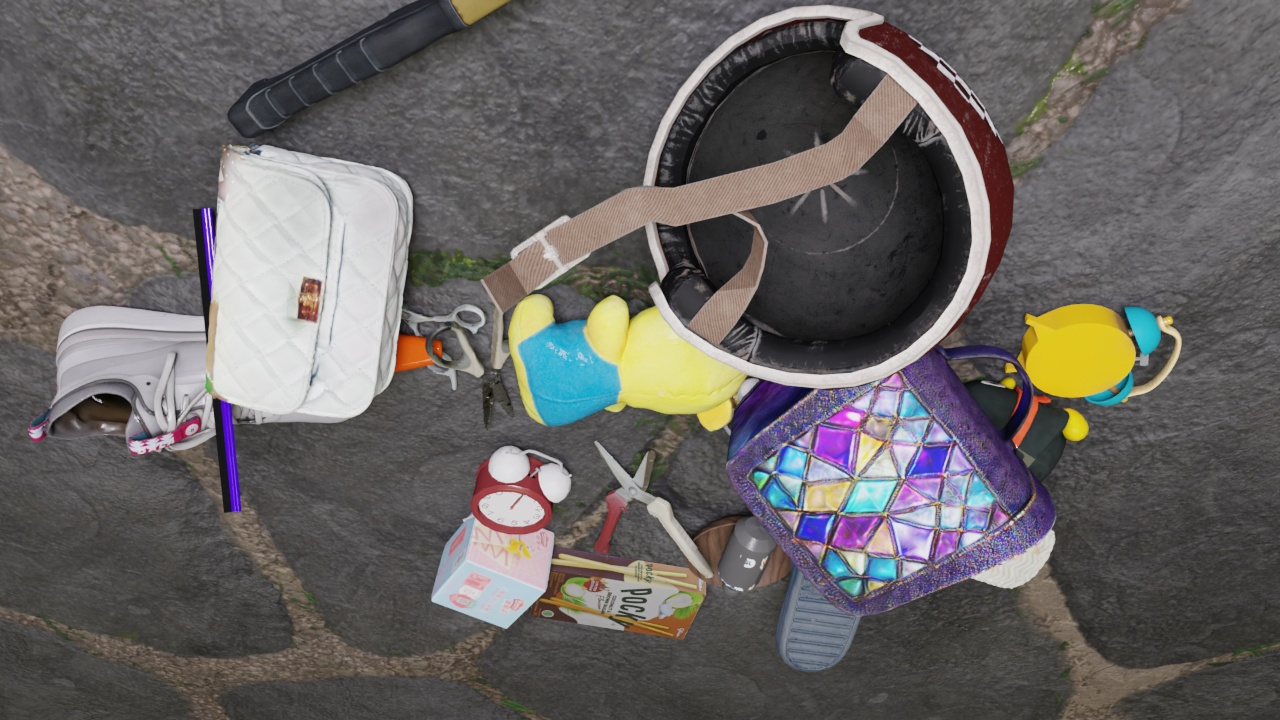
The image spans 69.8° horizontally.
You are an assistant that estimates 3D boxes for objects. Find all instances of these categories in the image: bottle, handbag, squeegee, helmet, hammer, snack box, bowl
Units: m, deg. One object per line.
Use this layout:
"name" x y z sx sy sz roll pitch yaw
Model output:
"bottle" 0.106 0.204 0.938 0.047 0.046 0.113 8 133 -5
"handbag" -0.252 -0.056 0.690 0.139 0.072 0.195 9 105 -6
"squeegee" -0.262 -0.003 0.774 0.184 0.055 0.250 -3 101 -13
"helmet" 0.097 -0.091 0.564 0.234 0.253 0.234 38 114 -1
"hammer" -0.131 -0.212 0.573 0.334 0.117 0.025 -16 128 24
"handbag" 0.200 0.067 0.719 0.222 0.125 0.205 -36 101 20
"snack box" -0.027 0.270 1.063 0.186 0.031 0.101 11 133 -7
"bowl" 0.108 0.199 0.989 0.119 0.032 0.119 2 133 1
"snack box" -0.158 0.222 0.992 0.094 0.079 0.093 27 129 -18

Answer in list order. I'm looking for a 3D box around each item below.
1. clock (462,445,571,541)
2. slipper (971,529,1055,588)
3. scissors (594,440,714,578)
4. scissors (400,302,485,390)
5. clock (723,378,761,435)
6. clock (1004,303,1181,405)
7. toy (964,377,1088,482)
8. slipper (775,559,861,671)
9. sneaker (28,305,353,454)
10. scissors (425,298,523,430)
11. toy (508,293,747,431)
"clock" -0.124 0.131 0.928 0.087 0.044 0.125 25 131 -19
"slipper" 0.253 0.142 0.850 0.263 0.052 0.115 18 111 -9
"scissors" 0.009 0.164 0.950 0.179 0.015 0.200 32 136 2
"scissors" -0.202 -0.031 0.801 0.141 0.014 0.165 6 138 6
"clock" 0.135 0.045 0.832 0.126 0.051 0.089 -14 132 20
"clock" 0.384 -0.005 0.777 0.130 0.043 0.099 8 133 5
"toy" 0.310 0.062 0.812 0.119 0.099 0.097 33 175 3
"slipper" 0.195 0.190 0.935 0.101 0.082 0.264 12 109 -9
"sneaker" -0.377 0.032 0.792 0.263 0.128 0.097 9 136 -11
"scissors" -0.129 0.003 0.814 0.154 0.012 0.163 -43 144 13
"toy" -0.005 0.005 0.777 0.214 0.083 0.149 -1 142 2
